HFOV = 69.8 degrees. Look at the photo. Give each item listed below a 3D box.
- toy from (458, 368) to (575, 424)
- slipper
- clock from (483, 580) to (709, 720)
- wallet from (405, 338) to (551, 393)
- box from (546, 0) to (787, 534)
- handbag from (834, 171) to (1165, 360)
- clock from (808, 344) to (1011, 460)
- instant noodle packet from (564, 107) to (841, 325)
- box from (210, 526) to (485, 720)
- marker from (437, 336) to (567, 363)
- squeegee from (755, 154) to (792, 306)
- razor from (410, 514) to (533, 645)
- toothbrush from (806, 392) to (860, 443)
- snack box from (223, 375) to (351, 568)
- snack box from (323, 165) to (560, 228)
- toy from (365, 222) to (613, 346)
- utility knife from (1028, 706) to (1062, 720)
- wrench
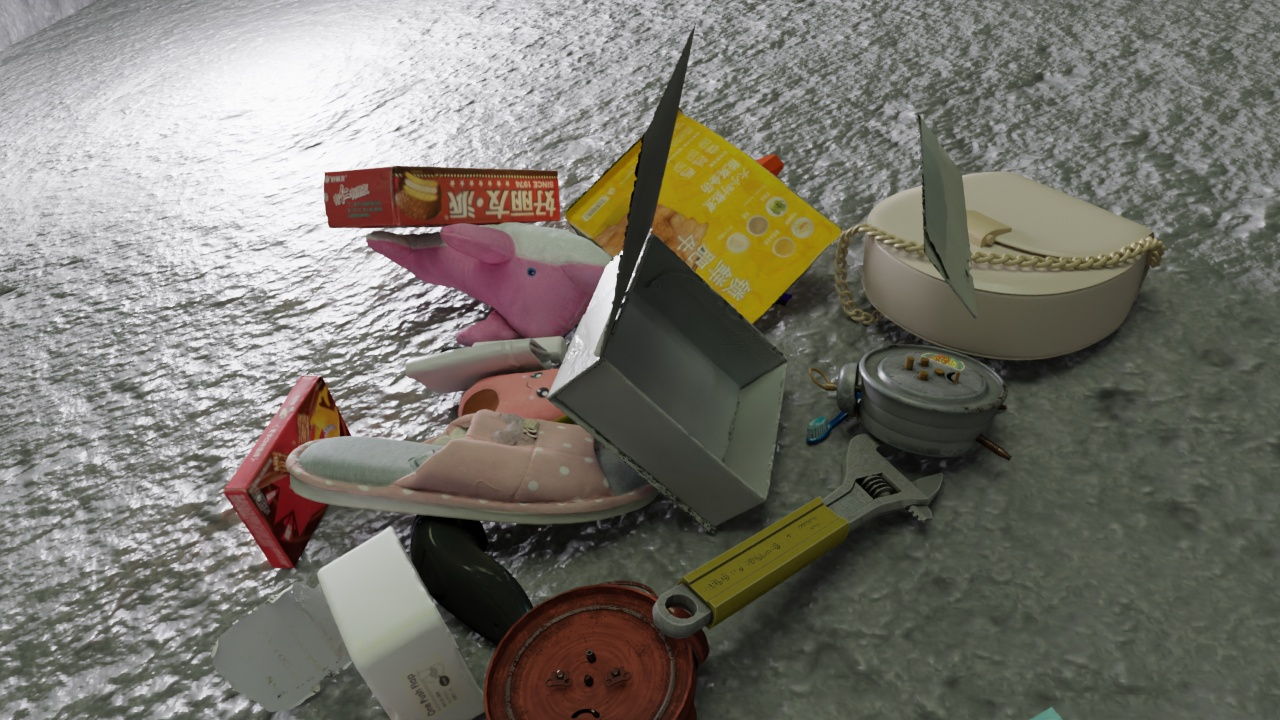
[{"bbox_3d":[-0.099,0.040,0.772,0.110,0.051,0.090,-17,35,-5],"label":"toy"},{"bbox_3d":[-0.118,0.072,0.674,0.274,0.054,0.114,2,17,-6],"label":"slipper"},{"bbox_3d":[-0.021,0.188,0.536,0.121,0.072,0.157,-6,38,10],"label":"clock"},{"bbox_3d":[-0.140,0.001,0.811,0.116,0.086,0.032,-7,76,4],"label":"wallet"},{"bbox_3d":[0.016,-0.069,0.612,0.150,0.369,0.166,1,39,14],"label":"box"},{"bbox_3d":[0.300,-0.079,0.780,0.208,0.103,0.210,-19,36,-21],"label":"handbag"},{"bbox_3d":[0.198,0.024,0.677,0.148,0.056,0.103,10,27,15],"label":"clock"},{"bbox_3d":[0.060,-0.121,0.880,0.163,0.084,0.221,-44,57,-5],"label":"instant noodle packet"},{"bbox_3d":[-0.187,0.184,0.565,0.136,0.109,0.124,-28,38,-20],"label":"box"},{"bbox_3d":[-0.132,-0.006,0.865,0.126,0.025,0.025,-4,38,13],"label":"marker"},{"bbox_3d":[0.093,-0.158,0.965,0.250,0.055,0.184,21,56,37],"label":"squeegee"},{"bbox_3d":[-0.113,0.150,0.639,0.063,0.053,0.140,-11,33,-43],"label":"razor"},{"bbox_3d":[0.182,0.027,0.731,0.134,0.017,0.021,-31,42,-21],"label":"toothbrush"},{"bbox_3d":[-0.275,0.086,0.734,0.021,0.089,0.132,-3,38,13],"label":"snack box"},{"bbox_3d":[-0.204,-0.173,0.979,0.113,0.060,0.235,5,11,37],"label":"snack box"},{"bbox_3d":[-0.144,-0.073,0.906,0.266,0.128,0.186,11,0,31],"label":"toy"},{"bbox_3d":[0.170,0.219,0.486,0.128,0.015,0.022,-22,34,-8],"label":"utility knife"},{"bbox_3d":[0.107,0.106,0.587,0.272,0.018,0.083,-19,41,-38],"label":"wrench"}]
